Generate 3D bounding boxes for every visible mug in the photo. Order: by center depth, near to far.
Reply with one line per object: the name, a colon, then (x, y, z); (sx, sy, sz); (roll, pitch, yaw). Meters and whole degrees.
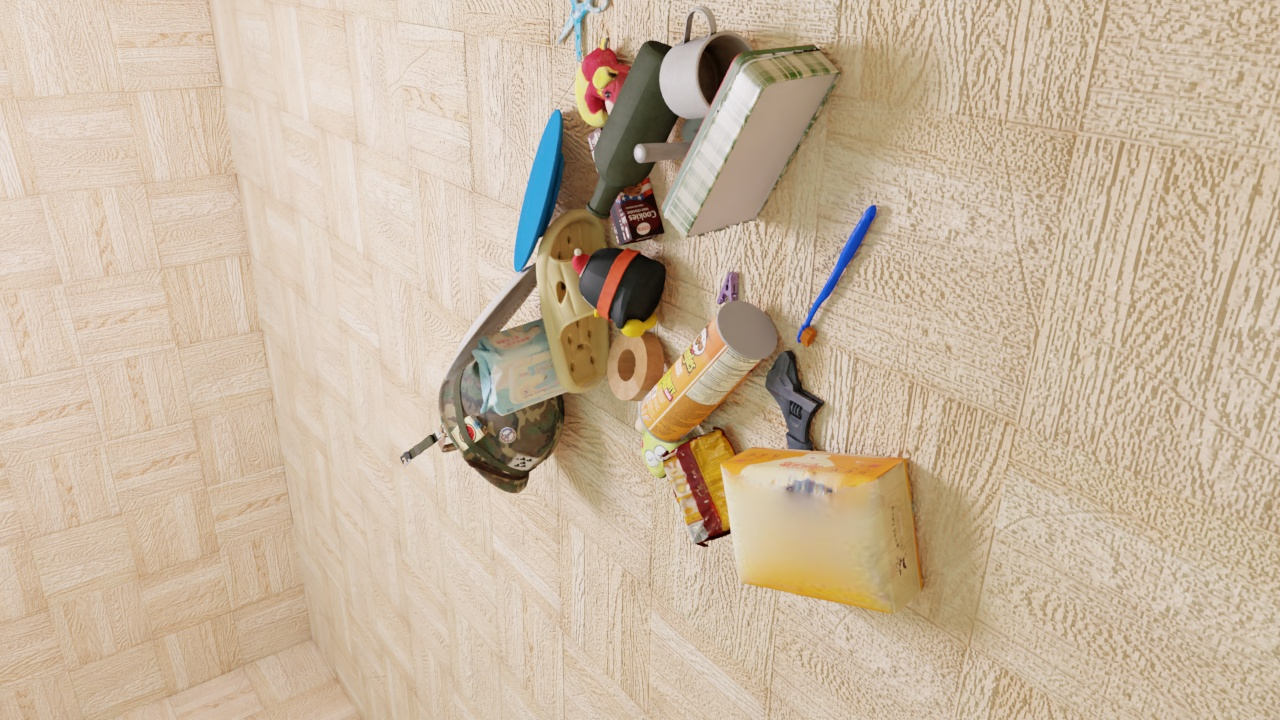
mug: (0.066, -0.305, 0.945); (0.071, 0.084, 0.113); (15, 134, 54)

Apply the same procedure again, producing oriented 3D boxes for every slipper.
slipper: (-0.074, -0.069, 1.229); (0.079, 0.111, 0.262); (28, 128, 48)

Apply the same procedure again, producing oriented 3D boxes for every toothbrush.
toothbrush: (0.197, -0.081, 0.921); (0.018, 0.016, 0.183); (47, 139, 25)

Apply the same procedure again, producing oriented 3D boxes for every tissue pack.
tissue pack: (-0.152, 0.004, 1.305); (0.070, 0.181, 0.112); (43, 142, 37)

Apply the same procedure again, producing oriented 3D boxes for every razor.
razor: (0.042, -0.227, 0.991); (0.048, 0.116, 0.088); (-43, 68, 48)

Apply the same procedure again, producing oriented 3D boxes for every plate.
plate: (-0.131, -0.227, 1.245); (0.224, 0.024, 0.224); (-168, 91, -74)
plate: (-0.203, -0.069, 1.313); (0.016, 0.241, 0.243); (40, 142, -2)

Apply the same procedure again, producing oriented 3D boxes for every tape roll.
tape roll: (-0.007, 0.007, 1.213); (0.094, 0.027, 0.094); (-11, 77, 54)

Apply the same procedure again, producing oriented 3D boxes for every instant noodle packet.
instant noodle packet: (0.088, 0.158, 1.132); (0.099, 0.039, 0.135); (-28, 79, 26)

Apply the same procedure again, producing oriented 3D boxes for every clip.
clip: (0.100, -0.079, 1.063); (0.046, 0.014, 0.050); (7, 113, 56)

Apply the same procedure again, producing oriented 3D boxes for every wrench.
wrench: (0.181, 0.123, 1.024); (0.073, 0.022, 0.273); (4, 107, 52)

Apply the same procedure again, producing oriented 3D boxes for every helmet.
helmet: (-0.231, 0.100, 1.434); (0.237, 0.192, 0.224); (-12, 86, 24)

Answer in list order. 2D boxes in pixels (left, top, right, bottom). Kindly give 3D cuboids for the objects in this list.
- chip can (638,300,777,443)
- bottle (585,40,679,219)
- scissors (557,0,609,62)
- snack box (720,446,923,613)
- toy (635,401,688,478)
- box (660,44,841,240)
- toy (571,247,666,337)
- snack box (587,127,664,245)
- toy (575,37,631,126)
chip can: (0.075, 0.019, 1.084); (0.075, 0.075, 0.216); (61, 144, 18)
bottle: (-0.008, -0.256, 1.050); (0.071, 0.071, 0.207); (50, 126, 31)
scissors: (-0.082, -0.456, 1.165); (0.134, 0.012, 0.134); (-38, 73, 56)
snack box: (0.182, 0.174, 0.964); (0.196, 0.080, 0.145); (0, 104, 44)
toy: (0.026, 0.094, 1.213); (0.092, 0.046, 0.115); (-38, 64, 52)
box: (0.105, -0.213, 0.910); (0.050, 0.117, 0.206); (53, 143, 20)
toy: (-0.029, -0.096, 1.150); (0.119, 0.097, 0.100); (25, 108, 10)
snack box: (-0.018, -0.218, 1.137); (0.032, 0.050, 0.141); (-15, 91, 56)
toy: (-0.042, -0.339, 1.120); (0.137, 0.067, 0.106); (-148, 53, -60)
